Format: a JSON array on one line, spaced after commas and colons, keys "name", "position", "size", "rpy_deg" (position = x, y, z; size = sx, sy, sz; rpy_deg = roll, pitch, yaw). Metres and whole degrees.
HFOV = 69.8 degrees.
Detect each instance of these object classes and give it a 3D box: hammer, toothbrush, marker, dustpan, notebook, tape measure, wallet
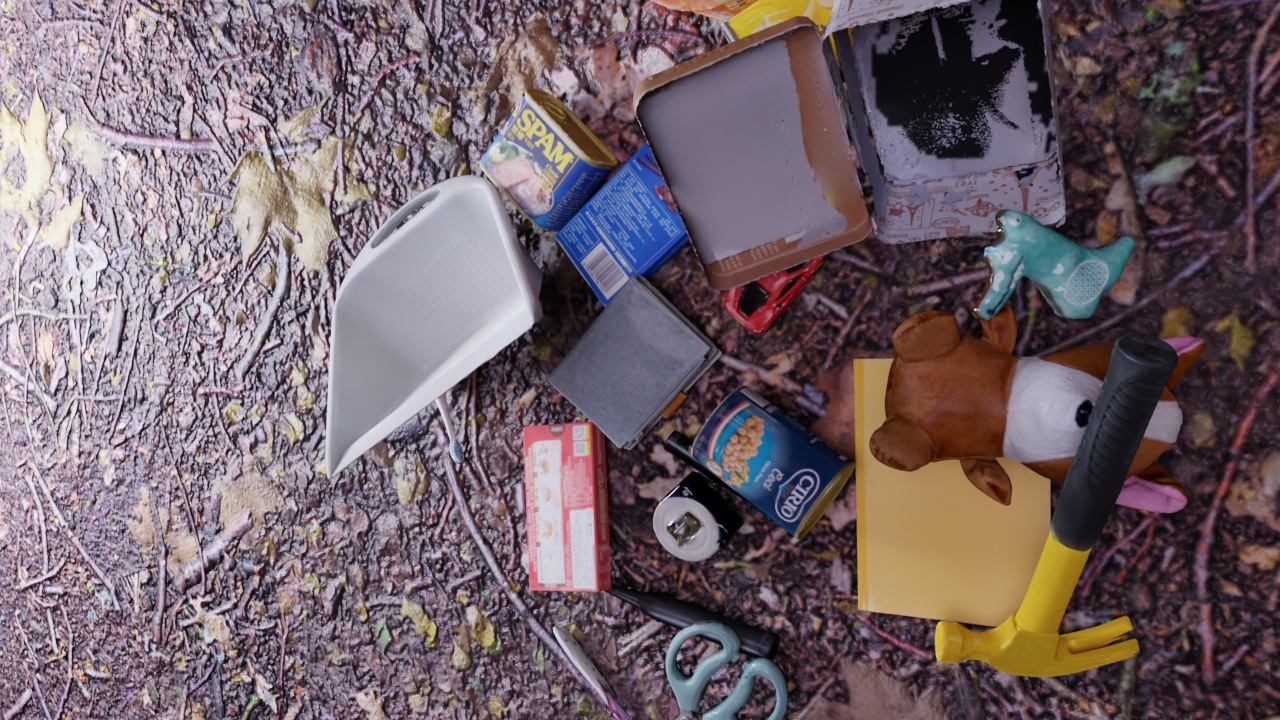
[{"name": "hammer", "position": [0.278, 0.110, 0.588], "size": [0.129, 0.032, 0.301], "rpy_deg": [4, 130, 8]}, {"name": "toothbrush", "position": [0.019, 0.223, 0.819], "size": [0.213, 0.026, 0.027], "rpy_deg": [12, 88, 26]}, {"name": "marker", "position": [0.077, 0.102, 0.784], "size": [0.132, 0.020, 0.022], "rpy_deg": [32, 136, 20]}, {"name": "toothbrush", "position": [-0.025, 0.326, 0.857], "size": [0.187, 0.016, 0.017], "rpy_deg": [50, 123, 14]}, {"name": "dustpan", "position": [-0.197, -0.059, 0.801], "size": [0.223, 0.257, 0.142], "rpy_deg": [-36, 103, 14]}, {"name": "toothbrush", "position": [-0.213, -0.002, 0.916], "size": [0.026, 0.026, 0.221], "rpy_deg": [-17, 85, -16]}, {"name": "notebook", "position": [0.238, 0.100, 0.706], "size": [0.146, 0.010, 0.206], "rpy_deg": [-1, 94, 27]}, {"name": "tape measure", "position": [0.046, 0.138, 0.787], "size": [0.066, 0.033, 0.066], "rpy_deg": [45, 123, 8]}, {"name": "wallet", "position": [-0.005, 0.005, 0.804], "size": [0.106, 0.036, 0.130], "rpy_deg": [43, 114, 4]}]

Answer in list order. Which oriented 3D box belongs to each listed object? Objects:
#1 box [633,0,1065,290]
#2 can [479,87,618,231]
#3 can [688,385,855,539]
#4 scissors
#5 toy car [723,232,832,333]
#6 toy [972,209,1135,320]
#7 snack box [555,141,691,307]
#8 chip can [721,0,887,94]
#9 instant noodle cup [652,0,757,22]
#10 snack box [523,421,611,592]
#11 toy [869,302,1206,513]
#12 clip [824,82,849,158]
[{"name": "box", "position": [0.144, -0.157, 0.631], "size": [0.261, 0.102, 0.179], "rpy_deg": [-7, 133, 26]}, {"name": "can", "position": [-0.084, -0.177, 0.820], "size": [0.102, 0.057, 0.083], "rpy_deg": [48, 115, 16]}, {"name": "can", "position": [0.104, 0.080, 0.736], "size": [0.111, 0.075, 0.075], "rpy_deg": [37, 109, 20]}, {"name": "scissors", "position": [0.074, 0.309, 0.793], "size": [0.129, 0.019, 0.185], "rpy_deg": [20, 118, 23]}, {"name": "toy car", "position": [0.112, -0.072, 0.745], "size": [0.049, 0.031, 0.106], "rpy_deg": [44, 110, 16]}, {"name": "toy", "position": [0.265, -0.059, 0.604], "size": [0.092, 0.030, 0.096], "rpy_deg": [31, 94, -2]}, {"name": "snack box", "position": [0.004, -0.127, 0.796], "size": [0.157, 0.026, 0.084], "rpy_deg": [-41, 76, 24]}, {"name": "chip can", "position": [0.164, -0.269, 0.651], "size": [0.213, 0.072, 0.072], "rpy_deg": [-30, 80, 12]}, {"name": "instant noodle cup", "position": [0.067, -0.330, 0.699], "size": [0.152, 0.111, 0.151], "rpy_deg": [2, 95, 27]}, {"name": "snack box", "position": [-0.068, 0.134, 0.844], "size": [0.075, 0.025, 0.153], "rpy_deg": [-6, 83, 28]}, {"name": "toy", "position": [0.265, 0.029, 0.620], "size": [0.200, 0.130, 0.140], "rpy_deg": [11, 92, 16]}, {"name": "clip", "position": [0.146, -0.176, 0.721], "size": [0.035, 0.096, 0.101], "rpy_deg": [0, 137, 26]}]
